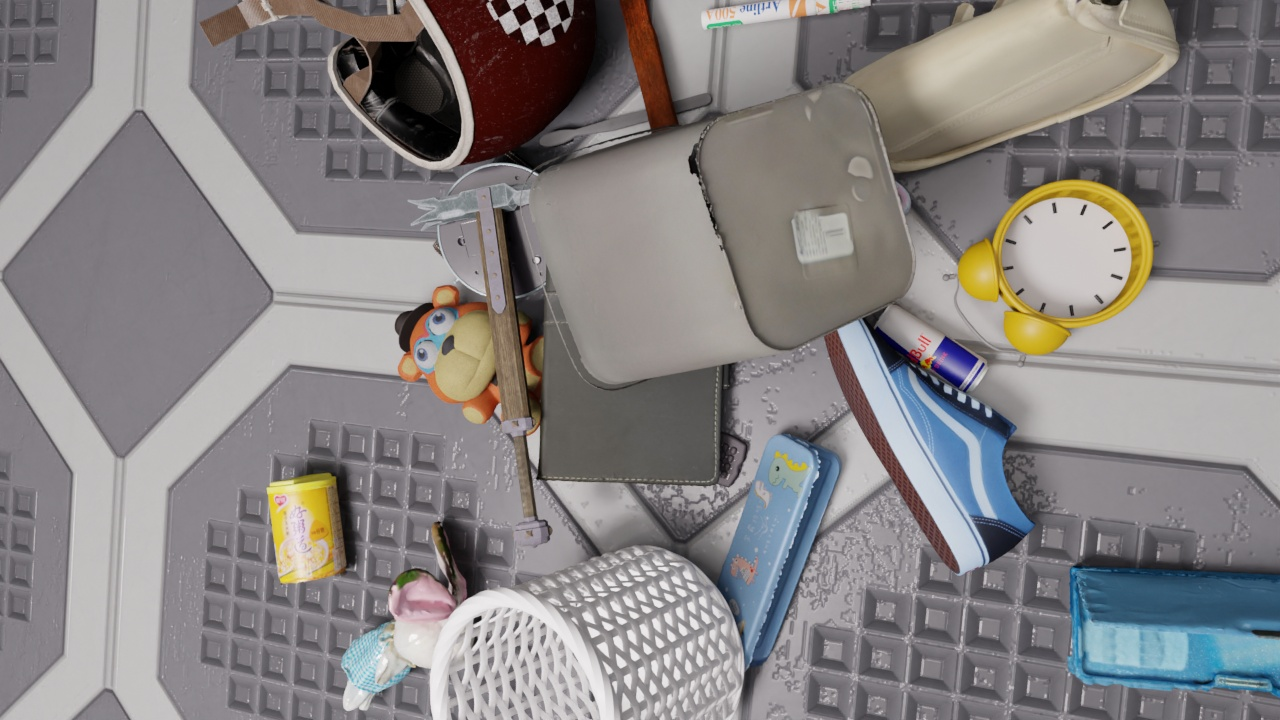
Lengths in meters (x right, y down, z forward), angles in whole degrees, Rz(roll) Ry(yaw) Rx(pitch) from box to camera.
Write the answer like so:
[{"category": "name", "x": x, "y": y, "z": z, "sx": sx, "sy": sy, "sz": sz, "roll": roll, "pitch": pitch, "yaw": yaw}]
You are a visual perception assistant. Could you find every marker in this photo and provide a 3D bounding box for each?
[{"category": "marker", "x": 0.125, "y": -0.306, "z": 0.799, "sx": 0.146, "sy": 0.017, "sz": 0.017, "roll": -1, "pitch": 91, "yaw": 18}]

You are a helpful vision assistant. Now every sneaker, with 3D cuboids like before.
[{"category": "sneaker", "x": 0.237, "y": 0.046, "z": 0.747, "sx": 0.098, "sy": 0.083, "sz": 0.241, "roll": -29, "pitch": 84, "yaw": -2}]

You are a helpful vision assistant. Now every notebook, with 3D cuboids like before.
[{"category": "notebook", "x": -0.005, "y": 0.005, "z": 0.812, "sx": 0.169, "sy": 0.029, "sz": 0.209, "roll": 2, "pitch": 90, "yaw": -3}]

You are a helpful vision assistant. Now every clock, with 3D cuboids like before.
[{"category": "clock", "x": 0.323, "y": -0.072, "z": 0.723, "sx": 0.152, "sy": 0.052, "sz": 0.113, "roll": -39, "pitch": 80, "yaw": 10}, {"category": "clock", "x": -0.110, "y": -0.122, "z": 0.848, "sx": 0.159, "sy": 0.045, "sz": 0.122, "roll": -12, "pitch": 99, "yaw": 8}]

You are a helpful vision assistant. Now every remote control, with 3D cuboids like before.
[{"category": "remote control", "x": 0.035, "y": 0.073, "z": 0.840, "sx": 0.124, "sy": 0.009, "sz": 0.046, "roll": 23, "pitch": 98, "yaw": 16}]

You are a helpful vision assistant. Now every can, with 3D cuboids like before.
[{"category": "can", "x": 0.239, "y": -0.010, "z": 0.760, "sx": 0.095, "sy": 0.032, "sz": 0.032, "roll": 34, "pitch": 101, "yaw": 14}, {"category": "can", "x": -0.340, "y": 0.171, "z": 0.935, "sx": 0.068, "sy": 0.067, "sz": 0.105, "roll": -8, "pitch": 89, "yaw": 18}]

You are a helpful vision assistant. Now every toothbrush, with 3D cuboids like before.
[{"category": "toothbrush", "x": -0.015, "y": -0.222, "z": 0.850, "sx": 0.167, "sy": 0.013, "sz": 0.013, "roll": -11, "pitch": 87, "yaw": 17}]

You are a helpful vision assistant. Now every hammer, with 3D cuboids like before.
[{"category": "hammer", "x": 0.004, "y": -0.279, "z": 0.826, "sx": 0.111, "sy": 0.028, "sz": 0.300, "roll": -16, "pitch": 83, "yaw": 19}, {"category": "hammer", "x": -0.109, "y": 0.002, "z": 0.792, "sx": 0.147, "sy": 0.028, "sz": 0.316, "roll": -10, "pitch": 84, "yaw": 9}]

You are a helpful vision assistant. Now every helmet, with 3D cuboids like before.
[{"category": "helmet", "x": -0.168, "y": -0.282, "z": 0.777, "sx": 0.234, "sy": 0.252, "sz": 0.234, "roll": 55, "pitch": 148, "yaw": -15}]

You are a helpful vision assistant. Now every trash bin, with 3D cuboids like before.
[{"category": "trash bin", "x": 0.057, "y": -0.090, "z": 0.673, "sx": 0.220, "sy": 0.197, "sz": 0.197, "roll": -2, "pitch": 109, "yaw": 61}]

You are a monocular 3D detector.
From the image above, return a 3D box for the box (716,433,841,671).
[{"category": "box", "x": 0.106, "y": 0.167, "z": 0.792, "sx": 0.069, "sy": 0.064, "sz": 0.210, "roll": 22, "pitch": 97, "yaw": 19}]

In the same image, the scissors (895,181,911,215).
[{"category": "scissors", "x": 0.148, "y": -0.127, "z": 0.799, "sx": 0.179, "sy": 0.016, "sz": 0.108, "roll": 18, "pitch": 97, "yaw": 20}]

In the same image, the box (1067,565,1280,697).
[{"category": "box", "x": 0.440, "y": 0.205, "z": 0.659, "sx": 0.232, "sy": 0.110, "sz": 0.094, "roll": 0, "pitch": 90, "yaw": 18}]

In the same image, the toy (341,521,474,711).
[{"category": "toy", "x": -0.221, "y": 0.277, "z": 0.888, "sx": 0.105, "sy": 0.130, "sz": 0.206, "roll": 34, "pitch": 108, "yaw": -2}]

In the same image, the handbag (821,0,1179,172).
[{"category": "handbag", "x": 0.253, "y": -0.237, "z": 0.683, "sx": 0.230, "sy": 0.183, "sz": 0.132, "roll": -23, "pitch": 81, "yaw": 33}]

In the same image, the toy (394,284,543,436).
[{"category": "toy", "x": -0.152, "y": -0.002, "z": 0.862, "sx": 0.176, "sy": 0.096, "sz": 0.112, "roll": 22, "pitch": 88, "yaw": 26}]

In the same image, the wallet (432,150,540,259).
[{"category": "wallet", "x": -0.141, "y": -0.137, "z": 0.888, "sx": 0.072, "sy": 0.019, "sz": 0.123, "roll": 40, "pitch": 102, "yaw": 9}]

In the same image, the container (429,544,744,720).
[{"category": "container", "x": -0.039, "y": 0.261, "z": 0.752, "sx": 0.190, "sy": 0.186, "sz": 0.189, "roll": 2, "pitch": 93, "yaw": 36}]
